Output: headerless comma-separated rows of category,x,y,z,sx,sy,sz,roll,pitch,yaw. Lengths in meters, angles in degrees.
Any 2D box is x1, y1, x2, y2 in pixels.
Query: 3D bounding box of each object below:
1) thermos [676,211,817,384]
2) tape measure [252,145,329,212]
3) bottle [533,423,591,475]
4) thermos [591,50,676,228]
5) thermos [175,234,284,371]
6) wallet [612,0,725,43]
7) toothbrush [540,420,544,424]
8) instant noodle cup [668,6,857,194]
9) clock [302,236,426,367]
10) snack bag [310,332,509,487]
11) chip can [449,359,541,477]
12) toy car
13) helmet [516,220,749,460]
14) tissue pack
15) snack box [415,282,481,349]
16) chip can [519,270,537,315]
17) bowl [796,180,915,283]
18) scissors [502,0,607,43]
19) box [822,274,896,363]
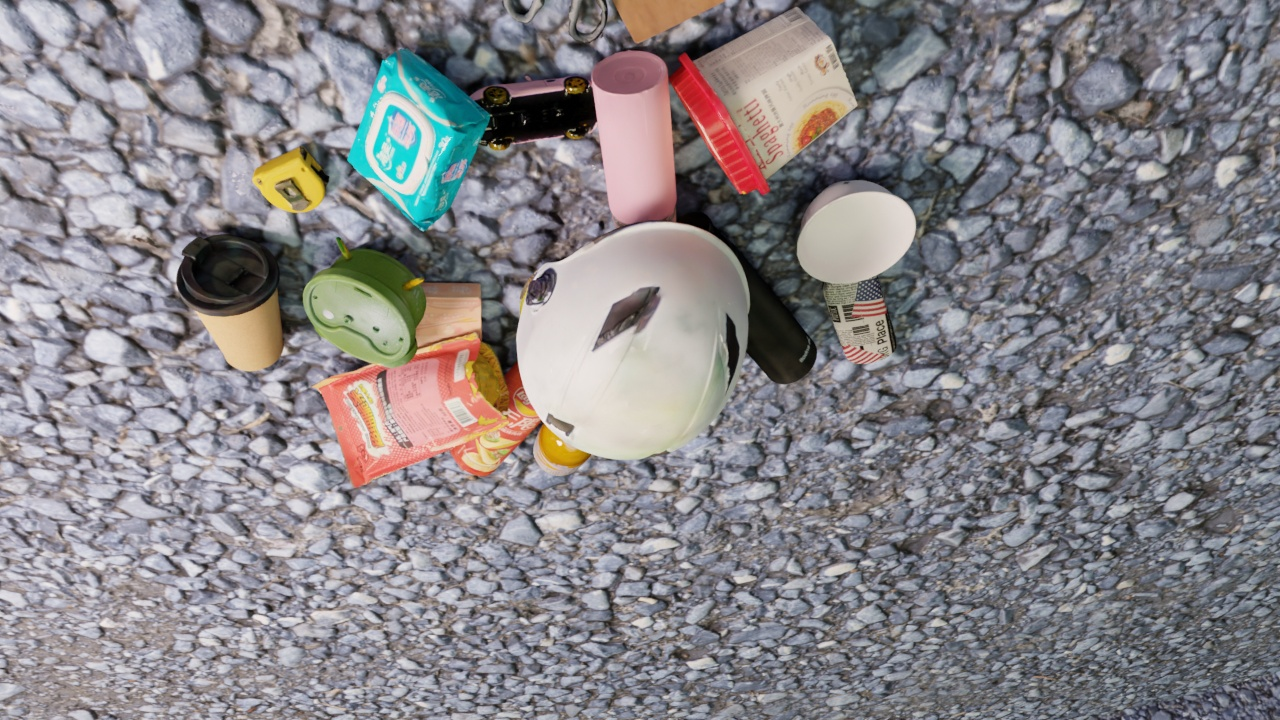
thermos,0.104,-0.054,0.994,0.068,0.089,0.242,14,159,46
tape measure,-0.320,-0.162,0.846,0.060,0.028,0.057,-19,138,13
bottle,-0.088,0.095,1.091,0.068,0.068,0.190,2,167,-11
thermos,0.000,-0.173,0.839,0.067,0.087,0.199,-11,139,-4
thermos,-0.402,-0.054,0.919,0.093,0.093,0.144,1,147,-10
wallet,0.016,-0.319,0.728,0.101,0.020,0.115,-20,139,15
toothbrush,-0.102,0.013,1.086,0.016,0.017,0.188,7,137,-13
instant noodle cup,0.107,-0.226,0.786,0.124,0.116,0.116,-32,134,9
clock,-0.279,-0.047,0.939,0.116,0.056,0.162,26,138,-3
snack bag,-0.252,0.052,1.013,0.208,0.073,0.128,-20,95,15
chip can,-0.150,0.058,1.081,0.073,0.073,0.217,19,137,-27
toy car,-0.095,-0.221,0.811,0.122,0.037,0.056,-11,138,-15
helmet,-0.005,0.005,0.874,0.229,0.145,0.259,18,138,-24
tissue pack,-0.195,-0.188,0.792,0.093,0.050,0.134,41,131,6
snack box,-0.219,-0.022,1.021,0.084,0.026,0.158,1,138,-8
chip can,-0.030,-0.025,1.014,0.073,0.072,0.221,-36,131,28
bowl,0.210,-0.142,0.923,0.118,0.064,0.118,-4,139,-3
scissors,-0.054,-0.314,0.698,0.163,0.014,0.165,-8,146,23
box,0.253,-0.053,1.055,0.068,0.051,0.164,-25,138,4
